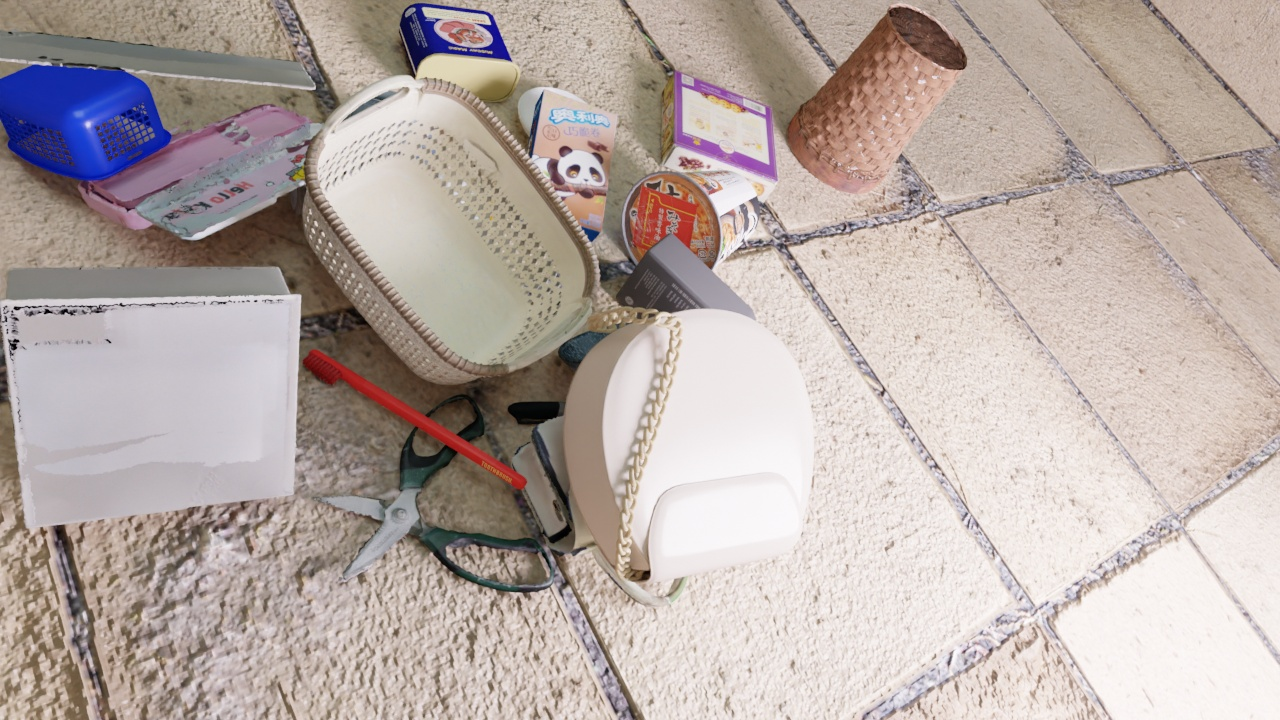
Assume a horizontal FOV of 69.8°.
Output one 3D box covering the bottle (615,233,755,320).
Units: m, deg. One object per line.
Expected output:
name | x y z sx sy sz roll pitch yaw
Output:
bottle | 0.064 -0.038 0.927 0.174 0.084 0.046 43 48 4

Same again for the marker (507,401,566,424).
marker | -0.056 0.049 0.846 0.138 0.016 0.022 3 87 -28

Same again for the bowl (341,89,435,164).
bowl | -0.248 -0.230 0.889 0.110 0.055 0.110 11 27 -6

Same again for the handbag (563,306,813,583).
handbag | 0.048 0.064 0.736 0.210 0.104 0.208 -3 86 -34

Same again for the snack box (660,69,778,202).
snack box | 0.098 -0.282 1.150 0.143 0.041 0.147 16 51 -18

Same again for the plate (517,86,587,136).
plate | -0.093 -0.265 1.043 0.104 0.026 0.104 15 51 -20

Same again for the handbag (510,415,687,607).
handbag | -0.008 0.122 0.779 0.151 0.074 0.176 -12 68 -35

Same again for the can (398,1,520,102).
can | -0.203 -0.343 1.019 0.116 0.057 0.092 -5 59 -31

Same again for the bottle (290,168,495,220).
bottle | -0.232 -0.155 0.869 0.185 0.053 0.053 -4 60 -31

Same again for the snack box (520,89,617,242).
snack box | -0.078 -0.207 0.979 0.087 0.034 0.151 15 68 -20

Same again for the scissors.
scissors | -0.148 0.126 0.739 0.202 0.015 0.201 38 47 -1

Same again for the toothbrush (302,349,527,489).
toothbrush | -0.188 0.051 0.756 0.212 0.012 0.017 31 47 4

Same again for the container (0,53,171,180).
container | -0.458 -0.203 0.749 0.114 0.058 0.095 22 46 18

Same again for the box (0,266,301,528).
box | -0.393 0.007 0.738 0.167 0.423 0.173 -3 96 -31

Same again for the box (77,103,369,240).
box | -0.350 -0.162 0.788 0.152 0.038 0.200 26 45 21

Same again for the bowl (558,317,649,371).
bowl | -0.005 0.005 0.861 0.136 0.137 0.057 -24 111 -38

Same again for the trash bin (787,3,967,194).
trash bin | 0.309 -0.343 1.196 0.151 0.211 0.151 15 51 -20

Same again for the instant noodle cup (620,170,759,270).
instant noodle cup | 0.064 -0.153 0.996 0.123 0.124 0.121 48 40 10

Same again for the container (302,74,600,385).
container | -0.165 -0.096 0.770 0.184 0.143 0.246 -42 98 -34
